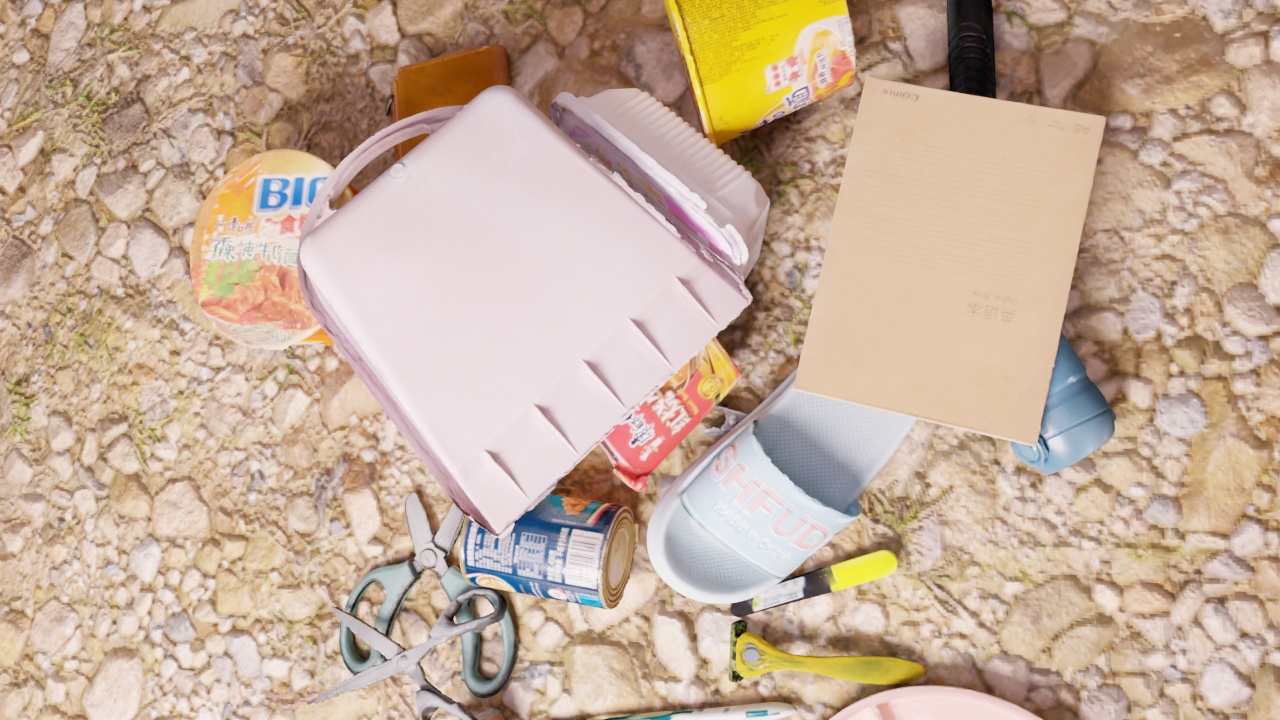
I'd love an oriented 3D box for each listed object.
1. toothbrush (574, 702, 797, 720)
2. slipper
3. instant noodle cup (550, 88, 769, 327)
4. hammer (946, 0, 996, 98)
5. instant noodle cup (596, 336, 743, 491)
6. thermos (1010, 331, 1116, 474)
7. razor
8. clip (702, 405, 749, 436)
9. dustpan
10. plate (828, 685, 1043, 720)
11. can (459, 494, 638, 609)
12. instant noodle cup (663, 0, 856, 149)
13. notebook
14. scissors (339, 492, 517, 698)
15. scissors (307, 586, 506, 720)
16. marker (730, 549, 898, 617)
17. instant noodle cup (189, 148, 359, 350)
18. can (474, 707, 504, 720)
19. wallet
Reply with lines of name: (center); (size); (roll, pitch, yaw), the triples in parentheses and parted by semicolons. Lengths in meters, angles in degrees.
toothbrush: (0.019, 0.263, 0.663); (0.192, 0.016, 0.018); (-11, 92, 16)
slipper: (0.110, 0.070, 0.610); (0.104, 0.074, 0.245); (41, 95, -9)
instant noodle cup: (0.020, -0.116, 0.646); (0.173, 0.138, 0.060); (40, 74, 16)
hammer: (0.228, -0.275, 0.640); (0.129, 0.032, 0.300); (-2, 84, 17)
instant noodle cup: (-0.004, 0.004, 0.640); (0.108, 0.138, 0.138); (-40, 75, 1)
thermos: (0.226, -0.033, 0.601); (0.070, 0.070, 0.220); (-31, 77, 12)
razor: (0.127, 0.208, 0.631); (0.133, 0.028, 0.043); (2, 82, 15)
clip: (0.073, 0.046, 0.663); (0.056, 0.024, 0.027); (5, 83, 21)
dustpan: (-0.098, -0.058, 0.609); (0.222, 0.139, 0.273); (-40, 94, -10)
plate: (0.200, 0.327, 0.595); (0.230, 0.028, 0.229); (-2, 83, 17)
can: (-0.065, 0.136, 0.669); (0.111, 0.075, 0.075); (6, 87, 17)
instant noodle cup: (0.080, -0.226, 0.634); (0.110, 0.138, 0.138); (-17, 80, 5)
notebook: (0.193, -0.067, 0.575); (0.149, 0.012, 0.211); (13, 85, 11)
scissors: (-0.180, 0.197, 0.729); (0.181, 0.019, 0.170); (-26, 79, 14)
scissors: (-0.174, 0.223, 0.690); (0.181, 0.014, 0.159); (33, 77, 33)
marker: (0.120, 0.157, 0.644); (0.124, 0.015, 0.018); (-22, 78, 17)
instant noodle cup: (-0.256, -0.078, 0.728); (0.151, 0.111, 0.151); (-2, 84, 17)
can: (-0.109, 0.322, 0.673); (0.058, 0.058, 0.116); (-28, 78, 13)
wallet: (-0.159, -0.183, 0.748); (0.119, 0.035, 0.130); (-10, 81, 16)
